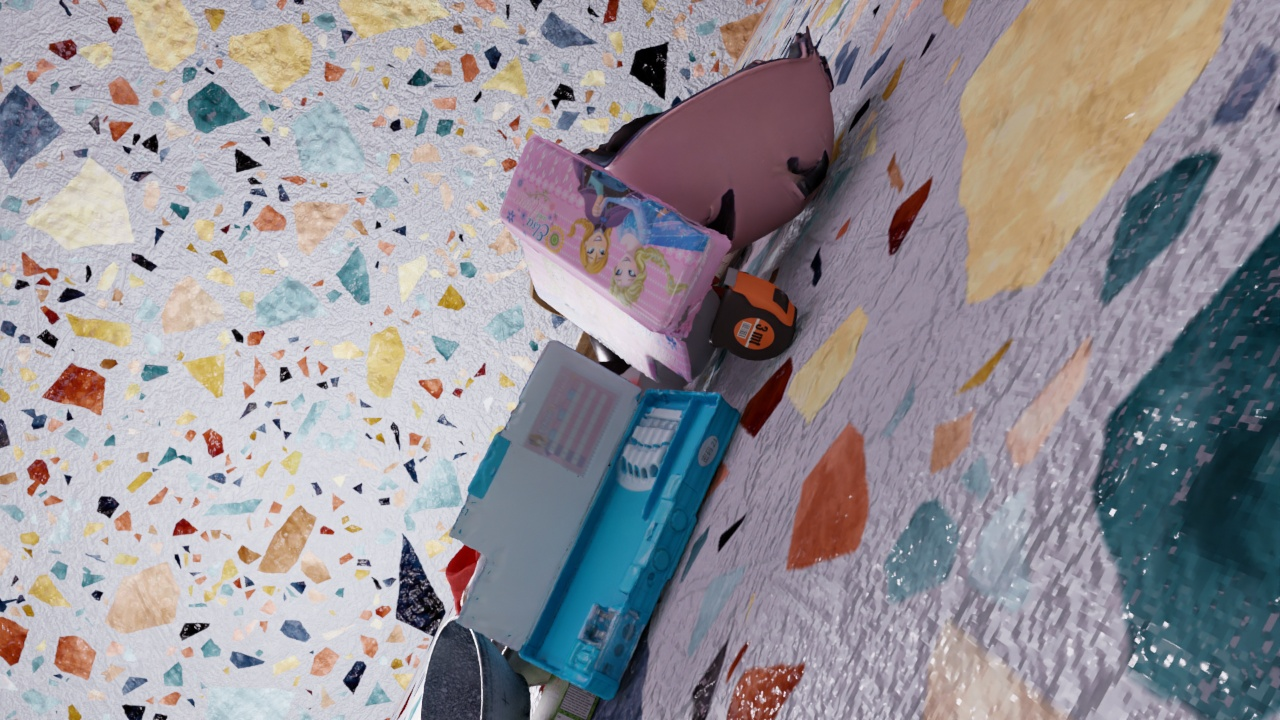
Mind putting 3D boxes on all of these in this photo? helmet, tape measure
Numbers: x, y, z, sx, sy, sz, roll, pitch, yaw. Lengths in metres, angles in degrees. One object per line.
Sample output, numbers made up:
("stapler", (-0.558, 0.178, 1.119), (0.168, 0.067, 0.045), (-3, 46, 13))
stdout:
("helmet", (0.067, -0.172, 0.805), (0.230, 0.152, 0.255), (-26, 7, -6))
("tape measure", (0.083, -0.033, 0.659), (0.038, 0.059, 0.058), (-71, -2, -47))

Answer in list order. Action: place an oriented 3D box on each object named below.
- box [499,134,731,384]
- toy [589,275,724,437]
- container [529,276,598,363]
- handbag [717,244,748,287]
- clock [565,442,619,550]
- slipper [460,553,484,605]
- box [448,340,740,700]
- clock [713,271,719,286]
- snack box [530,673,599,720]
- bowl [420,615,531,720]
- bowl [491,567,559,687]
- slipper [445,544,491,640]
("box", (-0.035, -0.071, 0.727), (0.062, 0.230, 0.161), (-16, -52, -36))
("toy", (-0.005, 0.005, 0.849), (0.159, 0.140, 0.184), (29, -105, -60))
("container", (-0.052, -0.063, 1.165), (0.158, 0.186, 0.249), (120, 173, -76))
("handbag", (-0.003, -0.120, 1.044), (0.176, 0.198, 0.062), (-59, -10, 27))
("clock", (-0.043, 0.088, 0.758), (0.061, 0.103, 0.156), (-13, 77, 42))
("slipper", (-0.097, 0.209, 0.959), (0.111, 0.063, 0.263), (-66, -18, 6))
("box", (-0.039, 0.114, 0.684), (0.226, 0.170, 0.085), (-64, -23, -19))
("clock", (0.042, -0.065, 0.956), (0.141, 0.054, 0.093), (-59, 40, 16))
("snack box", (-0.047, 0.240, 0.701), (0.147, 0.025, 0.080), (-65, 7, -20))
("bowl", (-0.120, 0.268, 0.704), (0.137, 0.057, 0.137), (-31, 54, 54))
("bowl", (-0.077, 0.226, 0.806), (0.145, 0.067, 0.144), (-61, 7, 12))
("slipper", (-0.164, 0.207, 0.972), (0.103, 0.059, 0.249), (-48, -28, -53))
